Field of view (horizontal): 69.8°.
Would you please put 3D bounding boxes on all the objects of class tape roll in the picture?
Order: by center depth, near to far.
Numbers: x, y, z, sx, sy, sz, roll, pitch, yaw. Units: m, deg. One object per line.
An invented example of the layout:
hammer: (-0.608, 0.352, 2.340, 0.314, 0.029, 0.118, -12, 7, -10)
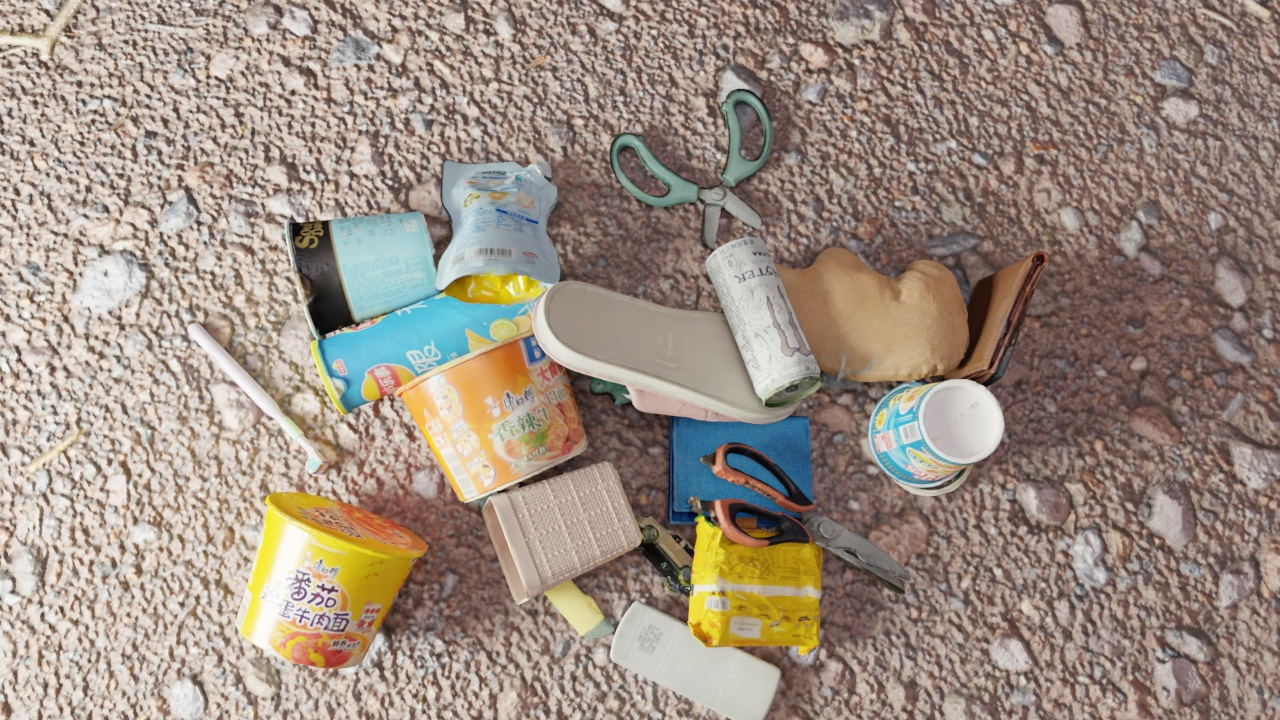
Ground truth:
tape roll: (0.270, 0.084, 0.861, 0.086, 0.014, 0.085, 0, 79, -2)

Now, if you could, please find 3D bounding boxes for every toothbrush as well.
toothbrush: (-0.357, 0.034, 0.850, 0.189, 0.029, 0.021, 45, 41, 8)

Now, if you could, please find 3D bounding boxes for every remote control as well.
remote control: (0.048, 0.269, 0.816, 0.150, 0.021, 0.058, 26, 80, 3)

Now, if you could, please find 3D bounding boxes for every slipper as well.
slipper: (0.028, -0.001, 0.811, 0.274, 0.055, 0.114, 13, 54, -28)

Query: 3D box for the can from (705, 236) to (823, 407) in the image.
can: (0.108, -0.035, 0.811, 0.058, 0.058, 0.146, -18, 68, -5)

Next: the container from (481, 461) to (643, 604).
container: (-0.067, 0.146, 0.794, 0.110, 0.090, 0.090, -19, 78, -19)

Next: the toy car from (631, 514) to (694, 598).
toy car: (0.025, 0.173, 0.823, 0.090, 0.042, 0.035, 44, 59, 1)

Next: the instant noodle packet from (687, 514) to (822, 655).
instant noodle packet: (0.099, 0.197, 0.802, 0.128, 0.044, 0.110, 12, 72, -25)

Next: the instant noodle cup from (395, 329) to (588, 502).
instant noodle cup: (-0.121, 0.049, 0.795, 0.151, 0.151, 0.111, -23, 89, -6)

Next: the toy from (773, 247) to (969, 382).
toy: (0.190, -0.044, 0.850, 0.226, 0.083, 0.143, 8, 51, 1)

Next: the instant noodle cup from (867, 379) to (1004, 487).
instant noodle cup: (0.261, 0.059, 0.801, 0.099, 0.110, 0.099, 0, 80, -1)

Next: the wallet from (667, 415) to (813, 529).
wallet: (0.091, 0.100, 0.839, 0.133, 0.040, 0.106, 3, 78, -9)

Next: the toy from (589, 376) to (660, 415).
toy: (-0.005, 0.005, 0.861, 0.096, 0.030, 0.092, 37, 85, -3)

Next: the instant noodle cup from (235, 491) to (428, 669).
instant noodle cup: (-0.264, 0.186, 0.771, 0.138, 0.138, 0.109, 20, 87, 2)

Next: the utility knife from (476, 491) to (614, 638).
utility knife: (-0.104, 0.167, 0.832, 0.031, 0.022, 0.219, -39, 89, -13)

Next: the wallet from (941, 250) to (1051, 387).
wallet: (0.324, -0.033, 0.840, 0.032, 0.101, 0.124, 25, 79, 1)

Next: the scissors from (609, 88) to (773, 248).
scissors: (0.066, -0.204, 0.907, 0.170, 0.019, 0.179, 33, 79, 6)

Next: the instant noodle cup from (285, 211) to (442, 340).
instant noodle cup: (-0.247, -0.085, 0.836, 0.120, 0.111, 0.111, -13, 80, -12)

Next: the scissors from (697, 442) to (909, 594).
scissors: (0.144, 0.154, 0.802, 0.192, 0.015, 0.206, -20, 75, -35)

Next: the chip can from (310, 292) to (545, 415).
chip can: (-0.183, -0.024, 0.830, 0.210, 0.071, 0.071, -23, 81, -10)

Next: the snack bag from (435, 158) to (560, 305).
snack bag: (-0.130, -0.127, 0.840, 0.110, 0.039, 0.190, -7, 46, 0)
